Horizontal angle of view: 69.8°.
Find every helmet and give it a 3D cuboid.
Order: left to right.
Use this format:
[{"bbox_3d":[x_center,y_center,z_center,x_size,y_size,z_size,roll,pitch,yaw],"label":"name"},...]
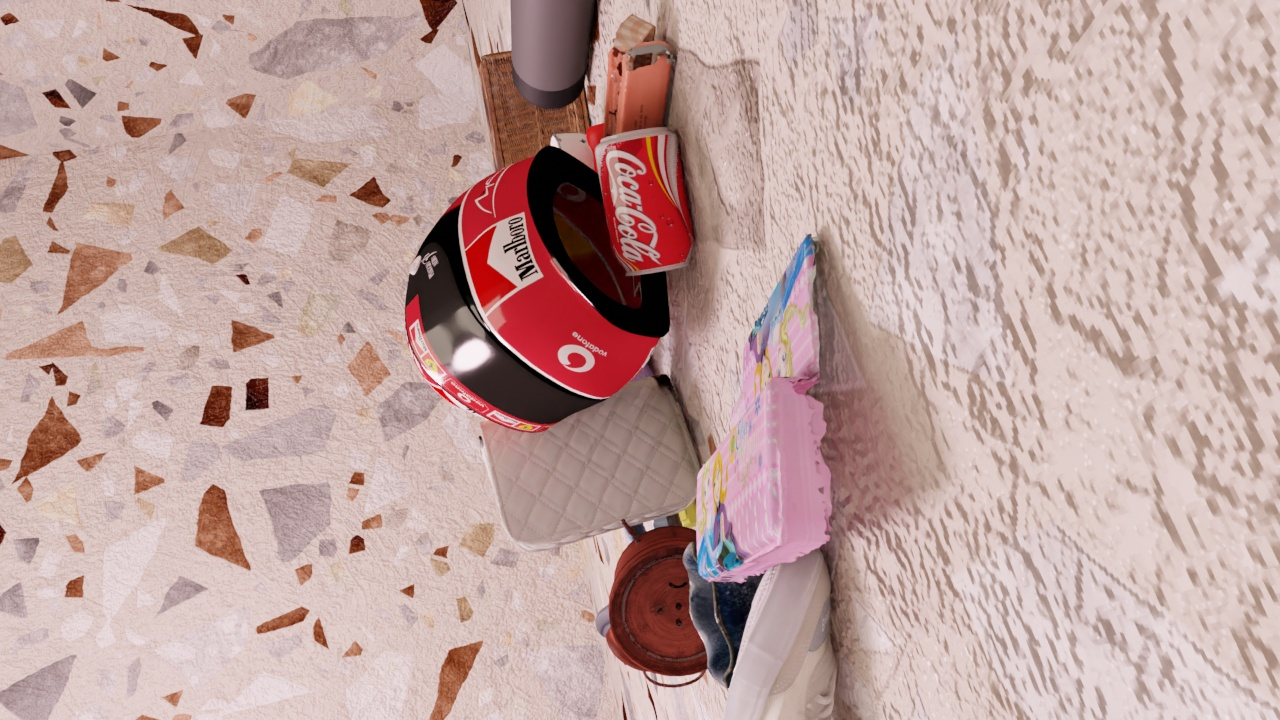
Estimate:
[{"bbox_3d":[-0.102,-0.048,0.812,0.197,0.225,0.270,33,-150,-29],"label":"helmet"}]

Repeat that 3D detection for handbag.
[{"bbox_3d":[-0.047,0.098,0.869,0.073,0.194,0.138,99,155,-66],"label":"handbag"}]

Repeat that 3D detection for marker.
[{"bbox_3d":[0.035,0.107,0.922,0.021,0.018,0.123,18,-131,-48],"label":"marker"}]

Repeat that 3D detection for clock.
[{"bbox_3d":[0.029,0.218,0.801,0.072,0.120,0.158,-110,18,-78],"label":"clock"}]

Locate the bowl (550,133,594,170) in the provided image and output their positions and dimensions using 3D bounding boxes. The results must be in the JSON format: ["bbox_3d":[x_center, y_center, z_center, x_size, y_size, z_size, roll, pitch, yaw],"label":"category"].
[{"bbox_3d":[-0.053,-0.183,0.958,0.113,0.063,0.113,167,91,-80],"label":"bowl"}]

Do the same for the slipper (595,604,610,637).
[{"bbox_3d":[0.025,0.273,0.980,0.083,0.110,0.269,59,159,18],"label":"slipper"}]

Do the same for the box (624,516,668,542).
[{"bbox_3d":[-0.004,0.189,1.086,0.210,0.059,0.068,-118,17,-77],"label":"box"}]

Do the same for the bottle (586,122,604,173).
[{"bbox_3d":[-0.025,-0.169,0.893,0.036,0.036,0.119,-159,57,-79],"label":"bottle"}]

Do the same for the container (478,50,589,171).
[{"bbox_3d":[-0.124,-0.278,1.108,0.114,0.112,0.198,-138,39,-74],"label":"container"}]

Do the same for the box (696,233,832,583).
[{"bbox_3d":[0.065,0.042,0.538,0.231,0.035,0.159,106,166,-71],"label":"box"}]

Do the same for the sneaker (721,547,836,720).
[{"bbox_3d":[0.097,0.226,0.584,0.089,0.091,0.243,-47,-29,-66],"label":"sneaker"}]

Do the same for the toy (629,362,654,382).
[{"bbox_3d":[-0.006,0.006,0.992,0.080,0.036,0.099,93,164,-54],"label":"toy"}]

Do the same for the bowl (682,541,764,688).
[{"bbox_3d":[0.072,0.190,0.705,0.110,0.055,0.110,167,91,-81],"label":"bowl"}]

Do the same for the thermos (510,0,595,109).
[{"bbox_3d":[-0.088,-0.346,0.913,0.241,0.082,0.082,118,139,-75],"label":"thermos"}]

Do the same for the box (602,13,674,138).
[{"bbox_3d":[-0.004,-0.188,0.731,0.064,0.056,0.188,38,161,11],"label":"box"}]

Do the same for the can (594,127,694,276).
[{"bbox_3d":[0.004,-0.121,0.704,0.064,0.064,0.105,-148,47,-77],"label":"can"}]
